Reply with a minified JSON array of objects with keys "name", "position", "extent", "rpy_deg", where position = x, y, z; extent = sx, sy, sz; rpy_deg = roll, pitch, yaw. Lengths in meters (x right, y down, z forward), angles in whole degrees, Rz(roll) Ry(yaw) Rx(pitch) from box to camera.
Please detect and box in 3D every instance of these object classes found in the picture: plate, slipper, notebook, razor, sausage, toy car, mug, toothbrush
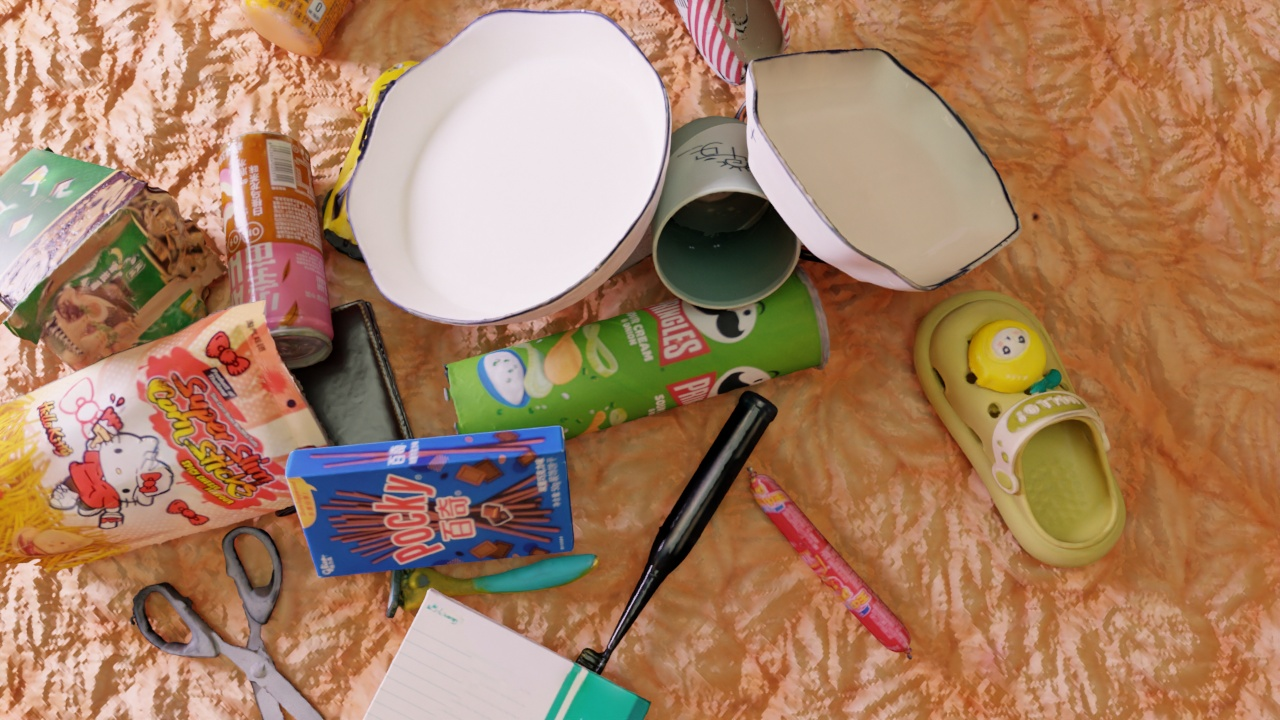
[{"name":"plate","position":[0.147,-0.116,0.558],"extent":[0.264,0.034,0.162],"rpy_deg":[-27,79,-49]},{"name":"slipper","position":[0.250,0.038,0.576],"extent":[0.091,0.082,0.190],"rpy_deg":[-24,82,-9]},{"name":"notebook","position":[-0.106,0.261,0.539],"extent":[0.150,0.012,0.209],"rpy_deg":[26,88,3]},{"name":"razor","position":[-0.091,0.134,0.572],"extent":[0.132,0.028,0.043],"rpy_deg":[-7,46,-1]},{"name":"sausage","position":[0.119,0.128,0.584],"extent":[0.020,0.020,0.156],"rpy_deg":[-40,82,-9]},{"name":"toy car","position":[-0.164,-0.137,0.620],"extent":[0.071,0.041,0.155],"rpy_deg":[17,77,2]},{"name":"mug","position":[0.062,-0.095,0.559],"extent":[0.112,0.082,0.106],"rpy_deg":[-3,38,2]},{"name":"toothbrush","position":[0.021,0.113,0.581],"extent":[0.027,0.026,0.212],"rpy_deg":[35,80,-7]},{"name":"plate","position":[-0.076,-0.112,0.545],"extent":[0.205,0.045,0.204],"rpy_deg":[-7,70,20]}]

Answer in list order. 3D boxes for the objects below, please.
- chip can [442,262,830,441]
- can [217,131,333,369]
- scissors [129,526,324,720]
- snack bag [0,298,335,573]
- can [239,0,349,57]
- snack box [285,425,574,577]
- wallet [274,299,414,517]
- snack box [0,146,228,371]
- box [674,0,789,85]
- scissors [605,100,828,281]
[{"name":"chip can","position":[-0.003,0.003,0.580],"extent":[0.236,0.072,0.072],"rpy_deg":[-16,79,-4]},{"name":"can","position":[-0.234,-0.071,0.587],"extent":[0.058,0.058,0.147],"rpy_deg":[-12,71,-4]},{"name":"scissors","position":[-0.239,0.184,0.566],"extent":[0.159,0.014,0.171],"rpy_deg":[10,79,0]},{"name":"snack bag","position":[-0.291,0.054,0.544],"extent":[0.208,0.073,0.129],"rpy_deg":[-18,109,5]},{"name":"can","position":[-0.219,-0.288,0.641],"extent":[0.058,0.058,0.146],"rpy_deg":[23,79,3]},{"name":"snack box","position":[-0.120,0.085,0.544],"extent":[0.157,0.085,0.026],"rpy_deg":[-5,36,-5]},{"name":"wallet","position":[-0.206,0.029,0.596],"extent":[0.096,0.020,0.122],"rpy_deg":[-19,78,-10]},{"name":"snack box","position":[-0.347,-0.058,0.565],"extent":[0.105,0.118,0.117],"rpy_deg":[26,65,15]},{"name":"box","position":[0.052,-0.270,0.609],"extent":[0.079,0.074,0.163],"rpy_deg":[-35,121,-5]},{"name":"scissors","position":[0.066,-0.114,0.631],"extent":[0.224,0.022,0.220],"rpy_deg":[33,79,4]}]
